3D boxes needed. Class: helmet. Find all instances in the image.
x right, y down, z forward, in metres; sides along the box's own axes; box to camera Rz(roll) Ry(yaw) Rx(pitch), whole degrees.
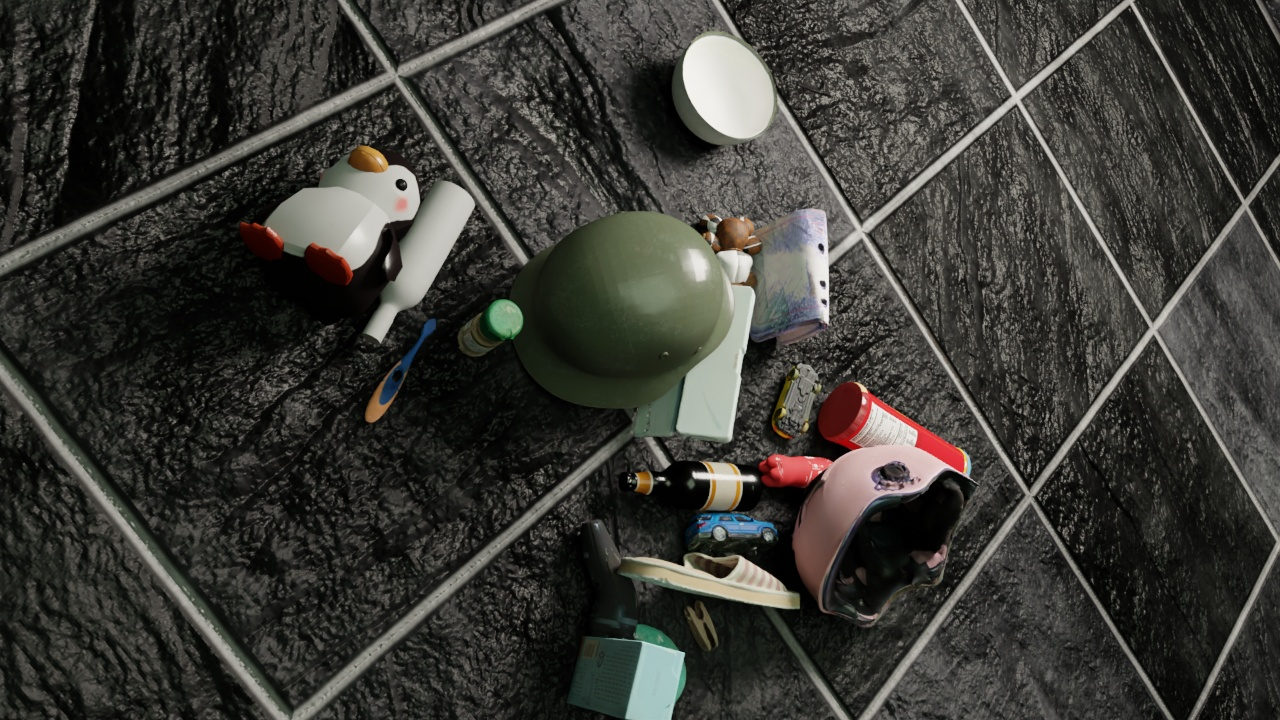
[{"bbox_3d":[0.288,0.203,1.155,0.254,0.152,0.230,-22,135,-26],"label":"helmet"},{"bbox_3d":[-0.006,-0.077,1.030,0.267,0.154,0.227,-12,76,-17],"label":"helmet"}]

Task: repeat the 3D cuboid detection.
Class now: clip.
[{"bbox_3d":[0.071,0.320,1.102,0.049,0.026,0.061,18,69,-24],"label":"clip"}]

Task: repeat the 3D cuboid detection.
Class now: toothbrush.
[{"bbox_3d":[-0.259,0.010,0.991,0.021,0.017,0.134,34,67,-15],"label":"toothbrush"}]

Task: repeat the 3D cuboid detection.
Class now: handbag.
[{"bbox_3d":[0.202,-0.106,1.211,0.069,0.127,0.158,8,73,-30],"label":"handbag"}]

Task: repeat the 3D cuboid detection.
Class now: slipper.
[{"bbox_3d":[0.085,0.248,1.064,0.262,0.115,0.052,21,73,-39],"label":"slipper"}]

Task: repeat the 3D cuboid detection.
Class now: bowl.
[{"bbox_3d":[0.104,-0.358,1.243,0.153,0.073,0.153,7,75,-28],"label":"bowl"}]

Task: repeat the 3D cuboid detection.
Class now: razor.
[{"bbox_3d":[-0.043,0.251,1.036,0.063,0.053,0.140,-15,85,-35],"label":"razor"}]

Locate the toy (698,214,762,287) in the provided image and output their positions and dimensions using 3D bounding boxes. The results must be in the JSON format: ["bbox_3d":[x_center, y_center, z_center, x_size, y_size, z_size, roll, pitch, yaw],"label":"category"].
[{"bbox_3d":[0.117,-0.136,1.211,0.087,0.067,0.112,3,93,-14],"label":"toy"}]

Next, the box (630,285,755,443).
[{"bbox_3d":[0.062,0.000,1.107,0.044,0.136,0.196,44,54,-55],"label":"box"}]

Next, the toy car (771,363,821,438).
[{"bbox_3d":[0.209,0.054,1.235,0.049,0.030,0.106,32,68,-19],"label":"toy car"}]

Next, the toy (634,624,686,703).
[{"bbox_3d":[0.012,0.363,1.055,0.085,0.033,0.105,21,70,-13],"label":"toy"}]

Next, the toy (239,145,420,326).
[{"bbox_3d":[-0.298,-0.138,0.954,0.159,0.140,0.183,19,55,10],"label":"toy"}]

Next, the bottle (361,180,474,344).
[{"bbox_3d":[-0.247,-0.105,1.000,0.052,0.053,0.194,32,65,-20],"label":"bottle"}]

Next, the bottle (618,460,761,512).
[{"bbox_3d":[0.058,0.151,1.111,0.181,0.059,0.059,7,75,-28],"label":"bottle"}]

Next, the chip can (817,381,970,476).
[{"bbox_3d":[0.353,0.114,1.271,0.213,0.087,0.086,29,66,-22],"label":"chip can"}]

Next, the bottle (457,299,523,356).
[{"bbox_3d":[-0.165,-0.032,0.995,0.043,0.111,0.043,7,75,-27],"label":"bottle"}]

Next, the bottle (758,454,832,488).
[{"bbox_3d":[0.221,0.148,1.214,0.141,0.042,0.042,7,76,-28],"label":"bottle"}]

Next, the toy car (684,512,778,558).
[{"bbox_3d":[0.112,0.213,1.130,0.120,0.056,0.043,8,53,-22],"label":"toy car"}]

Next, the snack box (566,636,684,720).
[{"bbox_3d":[-0.019,0.334,0.960,0.053,0.175,0.074,22,68,-17],"label":"snack box"}]
